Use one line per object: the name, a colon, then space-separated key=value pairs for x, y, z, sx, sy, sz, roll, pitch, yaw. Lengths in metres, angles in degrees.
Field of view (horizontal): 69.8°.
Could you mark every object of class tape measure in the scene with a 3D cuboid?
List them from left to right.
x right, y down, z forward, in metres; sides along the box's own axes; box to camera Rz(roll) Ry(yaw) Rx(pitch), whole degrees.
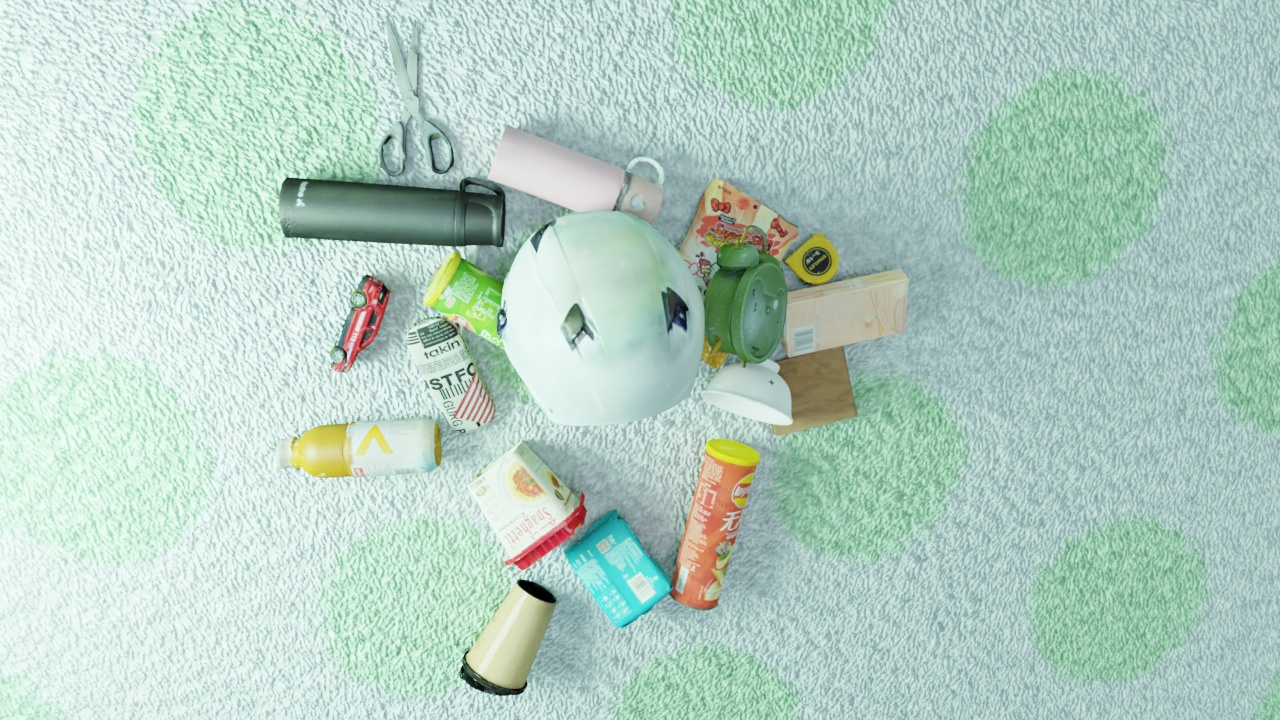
tape measure: x=0.217 y=-0.122 z=1.137 sx=0.060 sy=0.029 sz=0.057 roll=-42 pitch=81 yaw=7

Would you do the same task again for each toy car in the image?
toy car: x=-0.330 y=-0.040 z=1.080 sx=0.045 sy=0.053 sz=0.120 roll=23 pitch=100 yaw=-15

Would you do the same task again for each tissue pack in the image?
tissue pack: x=-0.029 y=0.271 z=1.191 sx=0.093 sy=0.050 sz=0.133 roll=-37 pitch=87 yaw=3

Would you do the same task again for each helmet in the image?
helmet: x=-0.038 y=-0.066 z=0.987 sx=0.228 sy=0.146 sz=0.258 roll=-9 pitch=66 yaw=-16

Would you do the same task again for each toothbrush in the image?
toothbrush: x=-0.217 y=-0.082 z=1.104 sx=0.017 sy=0.016 sz=0.188 roll=17 pitch=103 yaw=-1

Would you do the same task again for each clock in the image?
clock: x=0.122 y=-0.074 z=1.052 sx=0.056 sy=0.116 sz=0.161 roll=11 pitch=88 yaw=32

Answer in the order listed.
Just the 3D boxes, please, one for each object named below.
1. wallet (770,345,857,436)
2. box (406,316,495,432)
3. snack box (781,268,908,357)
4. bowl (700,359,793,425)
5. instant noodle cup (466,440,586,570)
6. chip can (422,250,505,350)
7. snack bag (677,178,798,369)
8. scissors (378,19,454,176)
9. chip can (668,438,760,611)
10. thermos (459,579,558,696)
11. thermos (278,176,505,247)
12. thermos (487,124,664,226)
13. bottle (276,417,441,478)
wallet: x=0.217 y=0.039 z=1.190 sx=0.115 sy=0.020 sz=0.101 roll=-16 pitch=105 yaw=0
box: x=-0.226 y=0.021 z=1.101 sx=0.068 sy=0.051 sz=0.164 roll=-30 pitch=121 yaw=-11
snack box: x=0.255 y=-0.059 z=1.149 sx=0.157 sy=0.026 sz=0.085 roll=-12 pitch=129 yaw=-4
bowl: x=0.141 y=0.031 z=1.141 sx=0.118 sy=0.118 sz=0.064 roll=22 pitch=78 yaw=-12
instant noodle cup: x=-0.143 y=0.175 z=1.137 sx=0.116 sy=0.116 sz=0.124 roll=-37 pitch=95 yaw=3
chip can: x=-0.145 y=-0.042 z=1.083 sx=0.221 sy=0.072 sz=0.072 roll=32 pitch=98 yaw=-19
snack bag: x=0.096 y=-0.102 z=1.121 sx=0.128 sy=0.073 sz=0.208 roll=27 pitch=93 yaw=-13
scissors: x=-0.258 y=-0.291 z=1.046 sx=0.163 sy=0.014 sz=0.165 roll=37 pitch=95 yaw=-13
chip can: x=0.094 y=0.213 z=1.191 sx=0.073 sy=0.073 sz=0.217 roll=12 pitch=102 yaw=-10
thermos: x=-0.167 y=0.362 z=1.193 sx=0.093 sy=0.093 sz=0.143 roll=27 pitch=92 yaw=-13
thermos: x=-0.277 y=-0.174 z=1.047 sx=0.242 sy=0.089 sz=0.069 roll=2 pitch=145 yaw=-6
thermos: x=-0.069 y=-0.216 z=1.061 sx=0.198 sy=0.067 sz=0.087 roll=17 pitch=98 yaw=-10
bottle: x=-0.339 y=0.107 z=1.110 sx=0.189 sy=0.068 sz=0.068 roll=-3 pitch=105 yaw=-6
